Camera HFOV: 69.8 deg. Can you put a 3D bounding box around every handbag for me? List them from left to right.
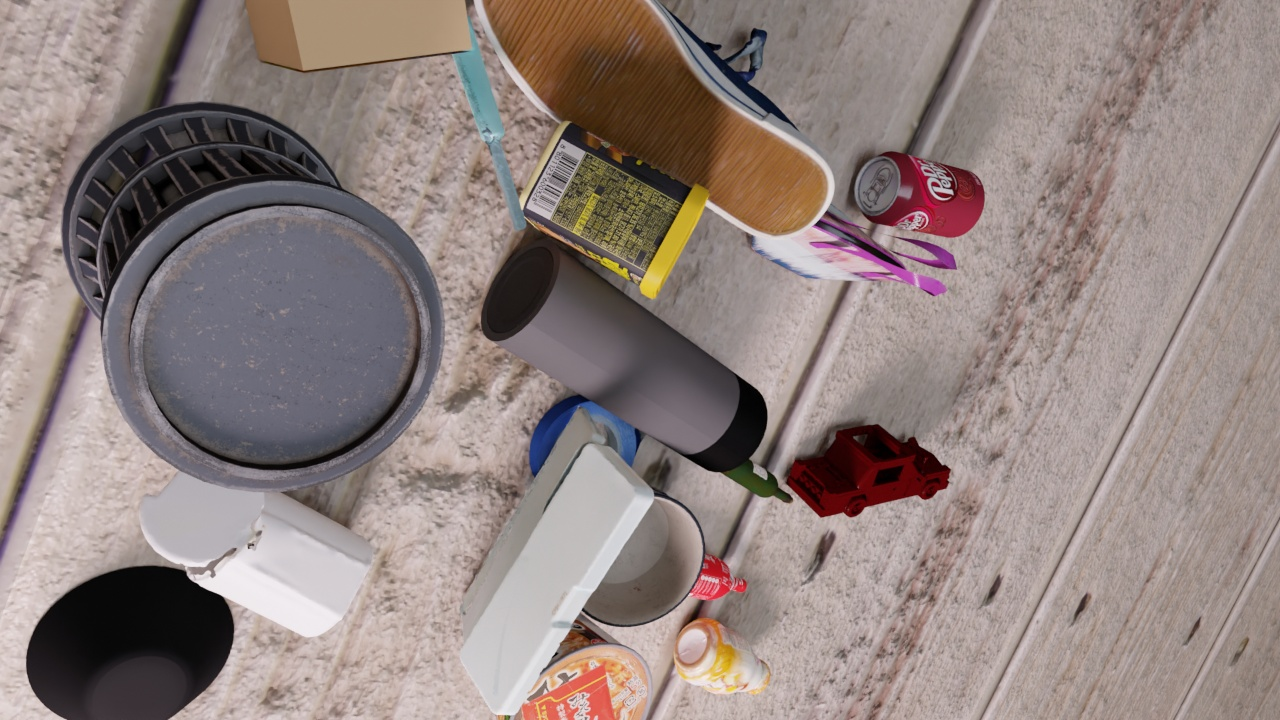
[{"bbox_3d":[0.175,-0.089,0.732,0.144,0.170,0.068,21,96,-36],"label":"handbag"}]

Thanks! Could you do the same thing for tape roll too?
[{"bbox_3d":[-0.047,0.074,0.752,0.093,0.016,0.091,28,92,-36],"label":"tape roll"}]

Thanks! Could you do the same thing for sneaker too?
[{"bbox_3d":[0.015,-0.207,0.652,0.294,0.127,0.121,31,117,-26],"label":"sneaker"}]

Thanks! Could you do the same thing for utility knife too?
[{"bbox_3d":[-0.096,-0.154,0.569,0.022,0.016,0.168,-5,67,-38],"label":"utility knife"}]

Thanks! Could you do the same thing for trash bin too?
[{"bbox_3d":[-0.204,-0.040,0.478,0.164,0.227,0.164,-12,114,-28],"label":"trash bin"}]

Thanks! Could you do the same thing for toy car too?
[{"bbox_3d":[0.231,0.104,0.904,0.169,0.070,0.062,-6,123,-30],"label":"toy car"}]

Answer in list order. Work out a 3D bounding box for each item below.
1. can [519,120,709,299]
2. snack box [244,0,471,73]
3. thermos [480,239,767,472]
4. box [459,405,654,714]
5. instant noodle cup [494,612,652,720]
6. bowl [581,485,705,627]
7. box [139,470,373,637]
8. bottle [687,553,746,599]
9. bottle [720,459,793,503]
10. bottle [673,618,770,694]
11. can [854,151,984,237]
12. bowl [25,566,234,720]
[{"bbox_3d":[-0.017,-0.098,0.617,0.101,0.131,0.072,29,92,0],"label":"can"},{"bbox_3d":[-0.160,-0.190,0.510,0.088,0.126,0.040,-17,116,-26],"label":"snack box"},{"bbox_3d":[-0.004,0.004,0.711,0.240,0.082,0.082,34,89,-36],"label":"thermos"},{"bbox_3d":[-0.075,0.140,0.670,0.043,0.136,0.197,26,102,-35],"label":"box"},{"bbox_3d":[-0.074,0.249,0.737,0.123,0.122,0.124,-12,114,-28],"label":"instant noodle cup"},{"bbox_3d":[-0.012,0.151,0.749,0.115,0.059,0.115,-5,106,-17],"label":"bowl"},{"bbox_3d":[-0.251,0.117,0.598,0.161,0.092,0.081,41,65,-34],"label":"box"},{"bbox_3d":[0.045,0.195,0.841,0.141,0.042,0.042,23,95,-36],"label":"bottle"},{"bbox_3d":[0.111,0.113,0.860,0.106,0.025,0.025,34,89,-36],"label":"bottle"},{"bbox_3d":[0.082,0.293,0.891,0.109,0.063,0.063,37,87,-37],"label":"bottle"},{"bbox_3d":[0.251,-0.148,0.823,0.114,0.063,0.063,4,106,-33],"label":"can"},{"bbox_3d":[-0.330,0.203,0.602,0.123,0.052,0.124,-12,114,-28],"label":"bowl"}]
